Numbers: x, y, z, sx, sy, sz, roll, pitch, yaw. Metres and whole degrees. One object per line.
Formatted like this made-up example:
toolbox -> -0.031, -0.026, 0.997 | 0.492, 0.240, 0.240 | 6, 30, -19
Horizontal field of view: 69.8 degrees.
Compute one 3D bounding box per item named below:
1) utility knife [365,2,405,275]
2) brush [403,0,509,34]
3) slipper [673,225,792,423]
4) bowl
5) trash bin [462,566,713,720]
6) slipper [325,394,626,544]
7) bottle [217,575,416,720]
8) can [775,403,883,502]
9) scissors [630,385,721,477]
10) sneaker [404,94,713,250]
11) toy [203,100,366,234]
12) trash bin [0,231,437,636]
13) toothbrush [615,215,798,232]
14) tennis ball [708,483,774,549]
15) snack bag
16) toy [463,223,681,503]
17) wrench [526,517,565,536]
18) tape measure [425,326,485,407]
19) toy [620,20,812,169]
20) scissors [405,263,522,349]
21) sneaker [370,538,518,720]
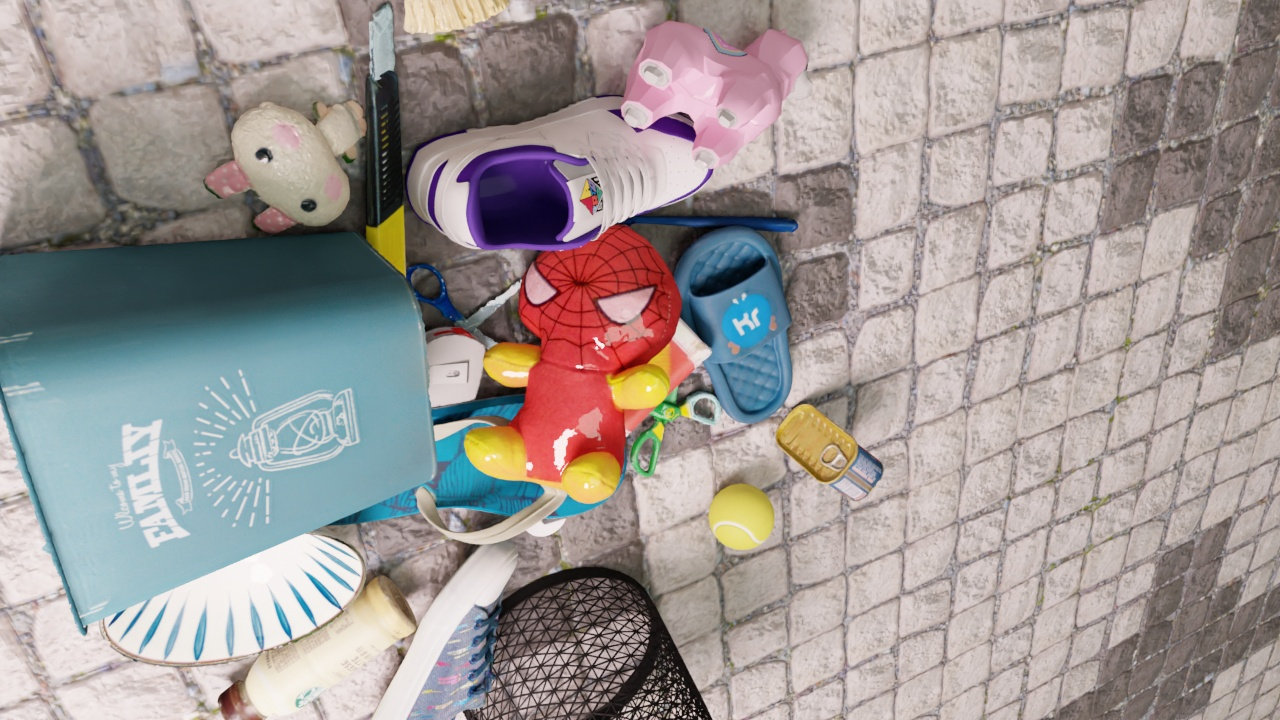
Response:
utility knife -> -0.178, -0.141, 0.638 | 0.028, 0.020, 0.203 | -23, 124, -53
brush -> -0.208, -0.252, 0.552 | 0.271, 0.062, 0.077 | 3, 108, -25
slipper -> 0.097, -0.027, 0.824 | 0.103, 0.059, 0.214 | -32, 127, -13
bowl -> -0.300, 0.150, 0.680 | 0.177, 0.071, 0.178 | -18, 144, -14
trash bin -> -0.028, 0.350, 0.833 | 0.216, 0.243, 0.217 | -12, 119, -23
slipper -> -0.130, 0.089, 0.752 | 0.294, 0.060, 0.118 | -1, 103, -31
bottle -> -0.270, 0.248, 0.768 | 0.162, 0.056, 0.056 | -34, 125, -9
can -> 0.187, 0.092, 0.906 | 0.059, 0.100, 0.054 | 35, 96, -37
scissors -> 0.027, 0.049, 0.846 | 0.131, 0.011, 0.125 | 5, 104, -37
sneaker -> -0.039, -0.131, 0.663 | 0.243, 0.111, 0.092 | -14, 120, -22
toy -> -0.227, -0.130, 0.606 | 0.112, 0.050, 0.087 | -34, 127, -4
trash bin -> -0.263, 0.019, 0.582 | 0.218, 0.199, 0.197 | -15, 122, -29
toothbrush -> 0.053, -0.114, 0.781 | 0.189, 0.016, 0.017 | -4, 123, -27
tennis ball -> 0.101, 0.155, 0.913 | 0.065, 0.065, 0.065 | -12, 119, -23
snack bag -> -0.005, 0.005, 0.779 | 0.116, 0.036, 0.077 | -44, 88, -1
toy -> -0.043, -0.002, 0.708 | 0.099, 0.147, 0.216 | 71, 36, -74
wrench -> -0.177, 0.107, 0.775 | 0.273, 0.009, 0.047 | 20, 104, -34
tape measure -> -0.153, 0.005, 0.711 | 0.062, 0.020, 0.060 | -6, 117, -28
toy -> 0.062, -0.212, 0.687 | 0.123, 0.157, 0.067 | 33, 140, 0
scissors -> -0.145, -0.027, 0.720 | 0.127, 0.014, 0.133 | -37, 125, -6
sneaker -> -0.155, 0.257, 0.803 | 0.079, 0.087, 0.236 | 32, 107, 9
